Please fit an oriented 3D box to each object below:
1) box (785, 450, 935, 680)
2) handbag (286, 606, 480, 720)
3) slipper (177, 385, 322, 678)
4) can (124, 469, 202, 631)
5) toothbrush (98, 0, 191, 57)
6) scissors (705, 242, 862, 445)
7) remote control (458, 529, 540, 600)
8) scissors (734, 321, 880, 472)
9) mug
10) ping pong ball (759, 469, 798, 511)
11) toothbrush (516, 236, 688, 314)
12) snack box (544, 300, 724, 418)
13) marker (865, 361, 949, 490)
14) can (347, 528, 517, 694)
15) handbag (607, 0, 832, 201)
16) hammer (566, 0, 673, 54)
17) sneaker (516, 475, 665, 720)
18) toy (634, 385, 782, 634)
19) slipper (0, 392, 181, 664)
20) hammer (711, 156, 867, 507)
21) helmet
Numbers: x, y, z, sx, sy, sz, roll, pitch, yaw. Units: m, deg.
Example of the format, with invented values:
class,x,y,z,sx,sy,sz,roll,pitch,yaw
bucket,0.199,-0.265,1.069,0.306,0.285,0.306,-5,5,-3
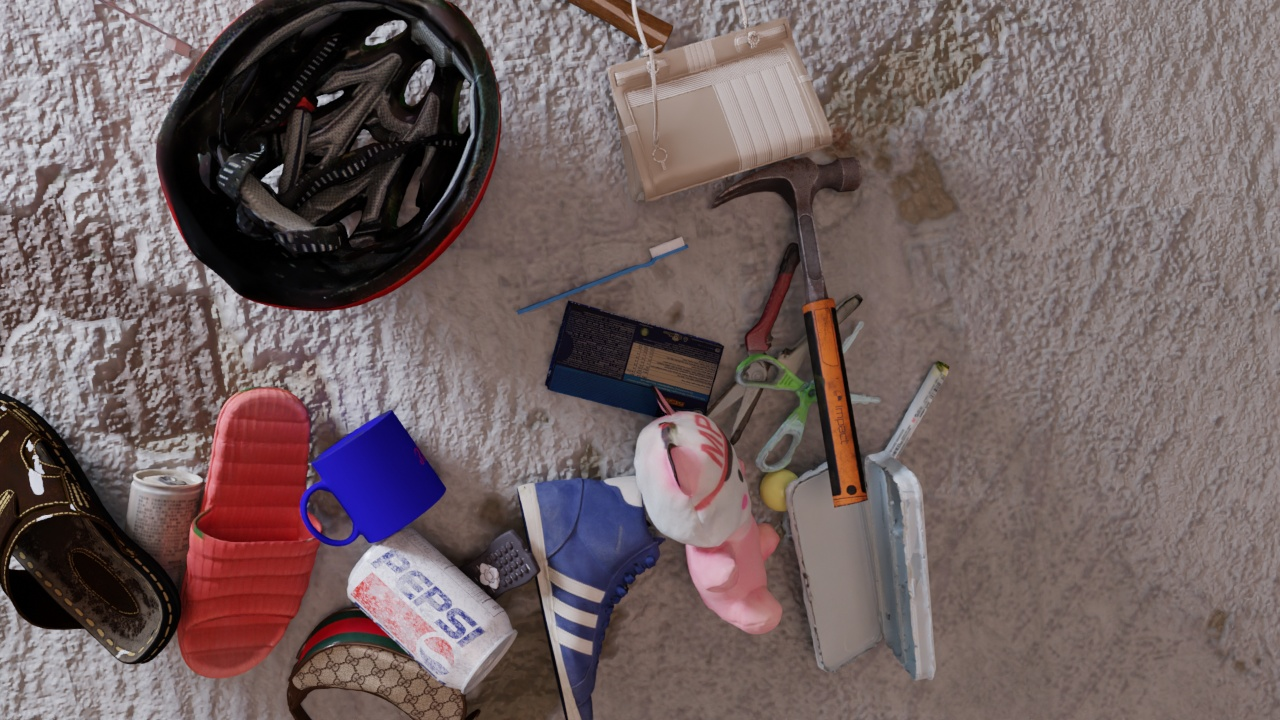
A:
class,x,y,z,sx,sy,sz,roll,pitch,yaw
box,0.193,0.199,0.857,0.124,0.106,0.215,-9,102,-1
handbag,-0.231,0.301,0.822,0.166,0.063,0.138,27,107,-15
slipper,-0.322,0.147,0.768,0.103,0.059,0.248,10,89,-33
can,-0.407,0.163,0.772,0.054,0.054,0.135,10,94,-11
toothbrush,-0.370,-0.246,0.671,0.010,0.181,0.010,15,96,-6
scissors,0.131,-0.020,0.856,0.179,0.015,0.187,-10,96,-17
remote control,-0.136,0.192,0.806,0.125,0.009,0.046,-39,83,34
scissors,0.157,0.035,0.861,0.171,0.023,0.167,10,92,-25
mug,-0.234,0.107,0.777,0.111,0.079,0.083,-37,101,-23
ping pong ball,0.133,0.123,0.868,0.040,0.040,0.040,-1,96,-10
toothbrush,-0.035,-0.077,0.831,0.166,0.016,0.014,-22,99,-6
snack box,-0.005,0.005,0.838,0.150,0.027,0.082,16,95,-12
marker,0.260,0.067,0.896,0.017,0.017,0.146,31,90,-11
can,-0.177,0.212,0.782,0.136,0.078,0.078,38,88,13
handbag,0.054,-0.258,0.797,0.175,0.062,0.198,-18,103,-8
hammer,-0.119,-0.353,0.781,0.323,0.033,0.115,26,89,-12
sneaker,-0.029,0.214,0.829,0.118,0.091,0.233,-12,89,-11
toy,0.058,0.131,0.801,0.084,0.141,0.213,-18,119,17
slipper,-0.468,0.132,0.717,0.268,0.075,0.113,45,99,9
hammer,0.149,-0.027,0.815,0.137,0.035,0.314,-6,80,-7
helmet,-0.229,-0.164,0.711,0.217,0.167,0.272,43,88,-11
